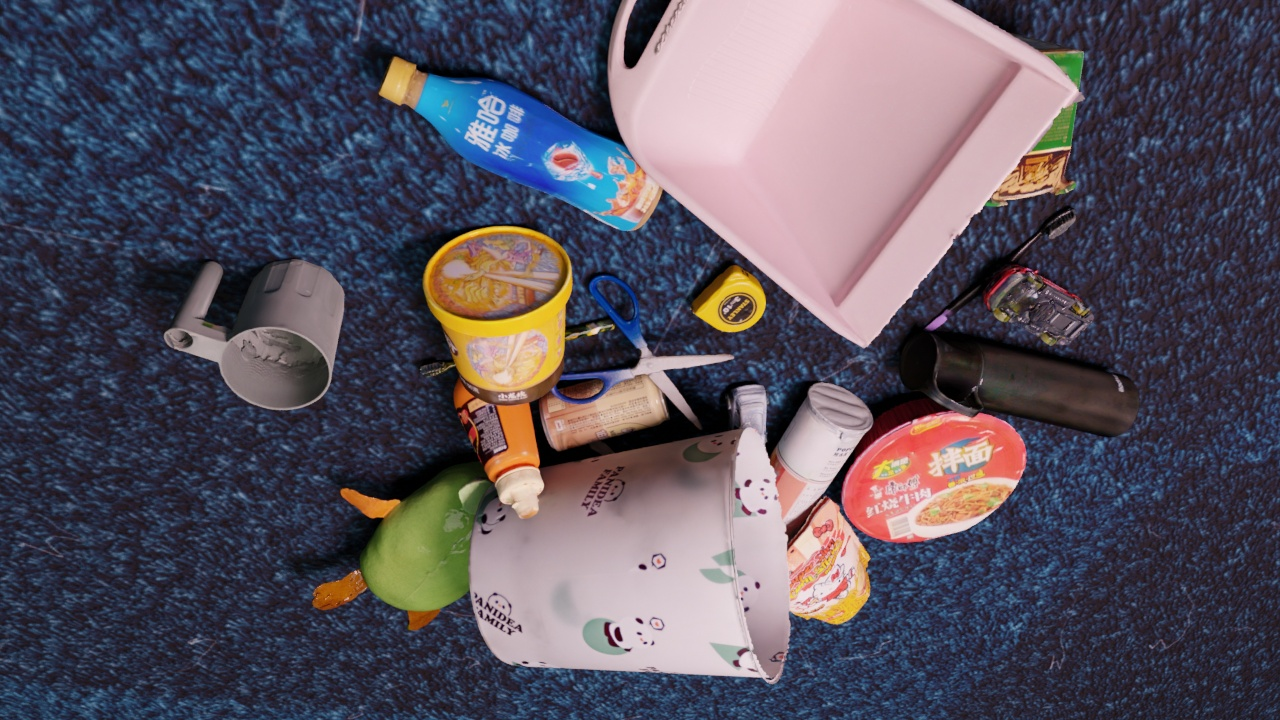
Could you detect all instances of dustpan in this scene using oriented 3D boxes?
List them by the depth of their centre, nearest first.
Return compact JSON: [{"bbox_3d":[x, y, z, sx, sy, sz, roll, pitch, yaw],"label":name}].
[{"bbox_3d":[0.102,-0.170,0.631,0.138,0.273,0.223,3,128,-43],"label":"dustpan"}]

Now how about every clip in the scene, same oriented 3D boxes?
[{"bbox_3d":[-0.018,0.115,0.956,0.100,0.034,0.070,22,123,-14],"label":"clip"}]

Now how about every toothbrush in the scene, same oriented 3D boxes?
[{"bbox_3d":[-0.114,-0.012,0.845,0.186,0.012,0.017,-14,172,2],"label":"toothbrush"},{"bbox_3d":[0.330,-0.074,0.863,0.014,0.016,0.189,29,121,-30],"label":"toothbrush"}]

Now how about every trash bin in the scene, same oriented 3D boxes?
[{"bbox_3d":[-0.006,0.186,0.858,0.252,0.229,0.230,-9,131,18],"label":"trash bin"}]

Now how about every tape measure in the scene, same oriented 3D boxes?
[{"bbox_3d":[0.083,-0.055,0.832,0.057,0.028,0.060,31,118,-28],"label":"tape measure"}]

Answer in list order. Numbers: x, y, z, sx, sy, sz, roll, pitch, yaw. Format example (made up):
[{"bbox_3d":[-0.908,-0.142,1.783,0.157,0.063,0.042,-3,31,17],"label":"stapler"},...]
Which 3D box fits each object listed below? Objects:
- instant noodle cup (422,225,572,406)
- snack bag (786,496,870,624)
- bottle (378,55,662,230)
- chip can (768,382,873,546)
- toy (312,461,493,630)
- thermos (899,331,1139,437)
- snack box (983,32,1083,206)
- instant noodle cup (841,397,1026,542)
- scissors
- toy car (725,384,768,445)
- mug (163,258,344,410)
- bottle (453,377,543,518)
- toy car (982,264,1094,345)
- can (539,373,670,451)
[{"bbox_3d":[-0.114,-0.033,0.771,0.118,0.118,0.115,-5,138,-4],"label":"instant noodle cup"},{"bbox_3d":[0.193,0.230,1.015,0.128,0.073,0.208,-43,143,2],"label":"snack bag"},{"bbox_3d":[-0.088,-0.167,0.694,0.218,0.065,0.065,22,122,-23],"label":"bottle"},{"bbox_3d":[0.161,0.126,0.963,0.071,0.071,0.215,12,126,-18],"label":"chip can"},{"bbox_3d":[-0.215,0.192,0.950,0.227,0.089,0.247,32,114,-30],"label":"toy"},{"bbox_3d":[0.377,0.033,0.907,0.242,0.089,0.069,10,139,-18],"label":"thermos"},{"bbox_3d":[0.262,-0.187,0.686,0.118,0.117,0.106,-16,127,-34],"label":"snack box"},{"bbox_3d":[0.301,0.108,0.975,0.194,0.065,0.194,-4,128,-5],"label":"instant noodle cup"},{"bbox_3d":[-0.005,0.000,0.829,0.162,0.012,0.176,-27,102,7],"label":"scissors"},{"bbox_3d":[0.109,0.063,0.930,0.043,0.034,0.091,-8,131,-6],"label":"toy car"},{"bbox_3d":[-0.307,-0.030,0.746,0.124,0.103,0.084,22,122,-23],"label":"mug"},{"bbox_3d":[-0.121,0.073,0.824,0.066,0.149,0.067,-17,151,-10],"label":"bottle"},{"bbox_3d":[0.372,-0.054,0.866,0.120,0.045,0.053,20,122,-30],"label":"toy car"},{"bbox_3d":[-0.034,0.045,0.876,0.116,0.058,0.058,-15,129,4],"label":"can"}]
